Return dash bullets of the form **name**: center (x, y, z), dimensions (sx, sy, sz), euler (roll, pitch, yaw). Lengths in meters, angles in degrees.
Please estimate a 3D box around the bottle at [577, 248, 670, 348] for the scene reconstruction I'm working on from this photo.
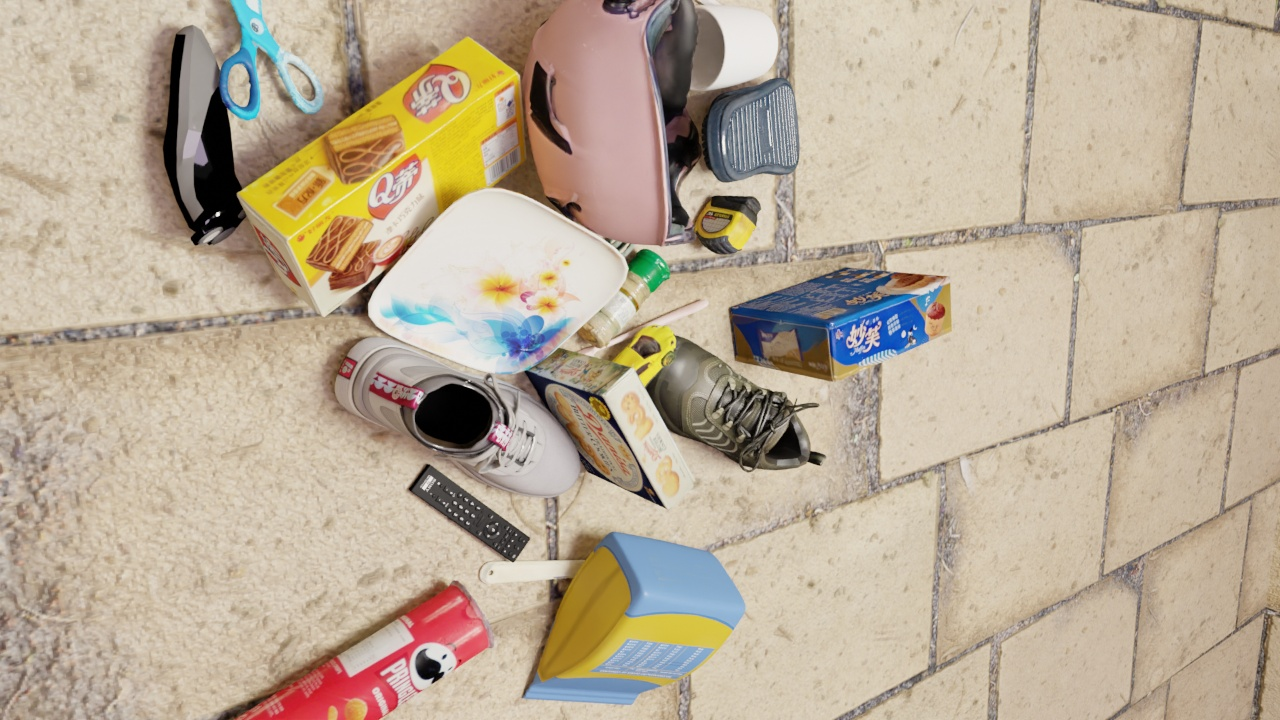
- **bottle**: center (-0.017, -0.062, 0.932), dimensions (0.111, 0.043, 0.043), euler (-49, 123, -18)

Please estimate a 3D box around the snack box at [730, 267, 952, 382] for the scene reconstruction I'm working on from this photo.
- **snack box**: center (0.230, -0.047, 1.050), dimensions (0.202, 0.155, 0.069), euler (-20, 109, -33)

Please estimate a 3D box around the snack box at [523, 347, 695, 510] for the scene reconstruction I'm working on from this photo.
- **snack box**: center (-0.032, 0.061, 0.881), dimensions (0.042, 0.145, 0.144), euler (-41, 120, -23)

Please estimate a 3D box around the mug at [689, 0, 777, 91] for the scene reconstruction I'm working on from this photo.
- **mug**: center (0.079, -0.334, 0.937), dimensions (0.087, 0.081, 0.114), euler (-21, 80, -39)

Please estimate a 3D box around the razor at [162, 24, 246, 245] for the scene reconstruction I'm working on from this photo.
- **razor**: center (-0.324, -0.166, 0.678), dimensions (0.060, 0.057, 0.156), euler (-12, 99, -5)

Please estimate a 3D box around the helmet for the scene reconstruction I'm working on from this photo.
- **helmet**: center (-0.023, -0.215, 0.792), dimensions (0.230, 0.152, 0.254), euler (86, 5, -47)

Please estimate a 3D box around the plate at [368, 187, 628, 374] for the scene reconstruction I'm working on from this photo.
- **plate**: center (-0.123, -0.066, 0.801), dimensions (0.187, 0.016, 0.186), euler (-40, 137, 26)

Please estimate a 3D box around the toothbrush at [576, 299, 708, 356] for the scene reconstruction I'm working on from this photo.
- **toothbrush**: center (0.004, -0.030, 0.972), dimensions (0.180, 0.016, 0.018), euler (-25, 120, -30)

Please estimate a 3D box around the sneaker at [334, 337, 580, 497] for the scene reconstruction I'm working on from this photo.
- **sneaker**: center (-0.134, 0.063, 0.817), dimensions (0.263, 0.129, 0.096), euler (33, 81, -39)

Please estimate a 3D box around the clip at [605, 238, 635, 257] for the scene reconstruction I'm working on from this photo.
- **clip**: center (-0.003, -0.134, 0.942), dimensions (0.049, 0.023, 0.078), euler (33, 77, -35)

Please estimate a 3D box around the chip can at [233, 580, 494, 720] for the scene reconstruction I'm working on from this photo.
- **chip can**: center (-0.247, 0.288, 0.812), dimensions (0.232, 0.073, 0.073), euler (-29, 115, -29)

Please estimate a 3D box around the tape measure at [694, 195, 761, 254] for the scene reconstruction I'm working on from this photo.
- **tape measure**: center (0.092, -0.144, 0.983), dimensions (0.037, 0.066, 0.064), euler (36, 72, -40)

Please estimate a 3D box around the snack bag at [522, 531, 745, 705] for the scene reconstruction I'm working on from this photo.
- **snack bag**: center (-0.012, 0.293, 0.976), dimensions (0.158, 0.102, 0.205), euler (20, 113, -38)

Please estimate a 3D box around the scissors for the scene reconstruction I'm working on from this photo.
- **scissors**: center (-0.295, -0.241, 0.685), dimensions (0.114, 0.013, 0.140), euler (-58, 135, -47)

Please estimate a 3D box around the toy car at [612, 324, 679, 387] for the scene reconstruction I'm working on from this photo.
- **toy car**: center (-0.006, 0.005, 0.938), dimensions (0.107, 0.049, 0.030), euler (-48, 141, -5)

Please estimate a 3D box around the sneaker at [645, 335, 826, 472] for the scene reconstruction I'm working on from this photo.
- **sneaker**: center (0.112, 0.065, 0.991), dimensions (0.238, 0.143, 0.101), euler (35, 78, -36)

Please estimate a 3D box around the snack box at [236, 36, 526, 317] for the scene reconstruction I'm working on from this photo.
- **snack box**: center (-0.195, -0.149, 0.735), dimensions (0.229, 0.061, 0.110), euler (-43, 162, -22)

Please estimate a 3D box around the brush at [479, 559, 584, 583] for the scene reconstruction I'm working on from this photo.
- **brush**: center (-0.072, 0.221, 0.970), dimensions (0.217, 0.012, 0.033), euler (7, 96, -36)

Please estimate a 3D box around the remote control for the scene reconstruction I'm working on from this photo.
- **remote control**: center (-0.162, 0.149, 0.885), dimensions (0.140, 0.009, 0.030), euler (44, 73, -32)

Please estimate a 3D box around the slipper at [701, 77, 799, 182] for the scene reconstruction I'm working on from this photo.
- **slipper**: center (0.100, -0.236, 0.947), dimensions (0.262, 0.083, 0.101), euler (-34, 123, -59)
